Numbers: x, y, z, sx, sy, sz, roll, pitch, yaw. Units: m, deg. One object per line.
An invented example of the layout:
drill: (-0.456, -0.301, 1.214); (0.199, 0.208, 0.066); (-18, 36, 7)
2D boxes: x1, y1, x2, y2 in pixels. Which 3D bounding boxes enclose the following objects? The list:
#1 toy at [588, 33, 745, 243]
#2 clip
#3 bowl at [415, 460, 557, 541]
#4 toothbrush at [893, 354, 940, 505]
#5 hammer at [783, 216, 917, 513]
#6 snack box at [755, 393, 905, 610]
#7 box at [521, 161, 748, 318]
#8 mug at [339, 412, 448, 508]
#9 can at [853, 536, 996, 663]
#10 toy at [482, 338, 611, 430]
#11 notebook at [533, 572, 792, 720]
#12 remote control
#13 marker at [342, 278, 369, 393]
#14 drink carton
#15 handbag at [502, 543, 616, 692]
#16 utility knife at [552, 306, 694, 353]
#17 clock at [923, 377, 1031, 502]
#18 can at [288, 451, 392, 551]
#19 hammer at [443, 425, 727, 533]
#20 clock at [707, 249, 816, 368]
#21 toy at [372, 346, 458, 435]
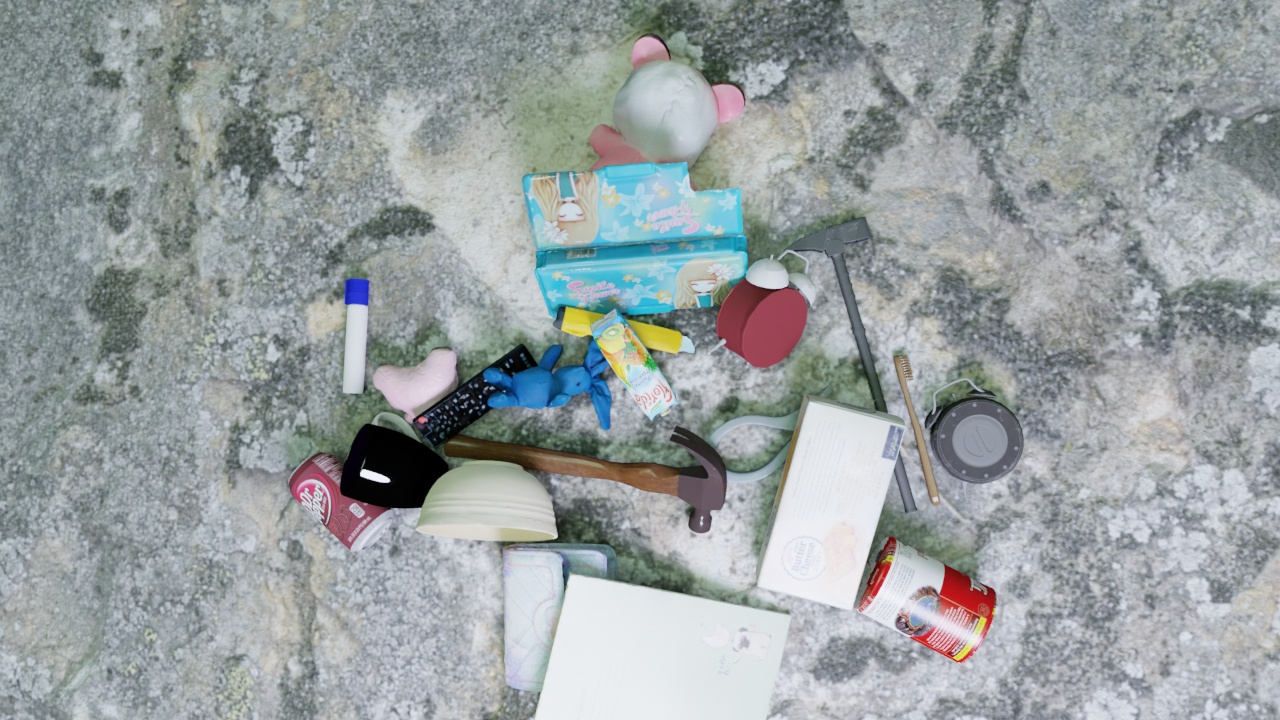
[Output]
toy: (0.011, -0.236, 1.011); (0.142, 0.084, 0.213); (32, 94, 7)
clip: (0.151, 0.102, 1.008); (0.163, 0.028, 0.107); (-23, 87, 6)
bowl: (-0.162, 0.151, 0.990); (0.151, 0.151, 0.075); (0, 74, 7)
toothbrush: (0.302, 0.075, 0.995); (0.016, 0.016, 0.167); (-14, 86, 11)
hammer: (0.245, 0.010, 1.007); (0.095, 0.015, 0.325); (-16, 86, 6)
snack box: (0.197, 0.147, 0.966); (0.104, 0.057, 0.208); (14, 98, 2)
box: (-0.002, -0.121, 0.971); (0.227, 0.185, 0.056); (-4, 46, 7)
mug: (-0.272, 0.112, 1.033); (0.100, 0.118, 0.085); (22, 129, -27)
can: (0.294, 0.248, 0.953); (0.116, 0.086, 0.086); (27, 91, 7)
toy: (-0.091, 0.029, 1.009); (0.176, 0.071, 0.112); (-9, 77, -28)
notebook: (0.025, 0.338, 0.983); (0.252, 0.010, 0.182); (14, 90, -11)
remote control: (-0.184, 0.038, 1.035); (0.150, 0.022, 0.047); (-35, 125, -8)
marker: (-0.334, -0.028, 1.075); (0.027, 0.023, 0.133); (1, 87, 28)
drink carton: (-0.006, 0.006, 1.005); (0.044, 0.038, 0.129); (-33, 109, 4)
handbag: (-0.091, 0.283, 1.010); (0.126, 0.069, 0.158); (-1, 90, 9)
utility knife: (-0.017, -0.031, 1.021); (0.163, 0.017, 0.030); (12, 86, -7)
clock: (0.353, 0.080, 0.975); (0.091, 0.043, 0.122); (-26, 84, 6)
can: (-0.342, 0.161, 1.046); (0.114, 0.063, 0.063); (41, 92, 7)
hammer: (-0.064, 0.116, 1.019); (0.323, 0.033, 0.115); (8, 116, 12)
clock: (0.135, -0.053, 0.979); (0.048, 0.096, 0.138); (37, 104, 44)
toy: (-0.246, 0.039, 1.046); (0.099, 0.052, 0.096); (-18, 103, 2)
